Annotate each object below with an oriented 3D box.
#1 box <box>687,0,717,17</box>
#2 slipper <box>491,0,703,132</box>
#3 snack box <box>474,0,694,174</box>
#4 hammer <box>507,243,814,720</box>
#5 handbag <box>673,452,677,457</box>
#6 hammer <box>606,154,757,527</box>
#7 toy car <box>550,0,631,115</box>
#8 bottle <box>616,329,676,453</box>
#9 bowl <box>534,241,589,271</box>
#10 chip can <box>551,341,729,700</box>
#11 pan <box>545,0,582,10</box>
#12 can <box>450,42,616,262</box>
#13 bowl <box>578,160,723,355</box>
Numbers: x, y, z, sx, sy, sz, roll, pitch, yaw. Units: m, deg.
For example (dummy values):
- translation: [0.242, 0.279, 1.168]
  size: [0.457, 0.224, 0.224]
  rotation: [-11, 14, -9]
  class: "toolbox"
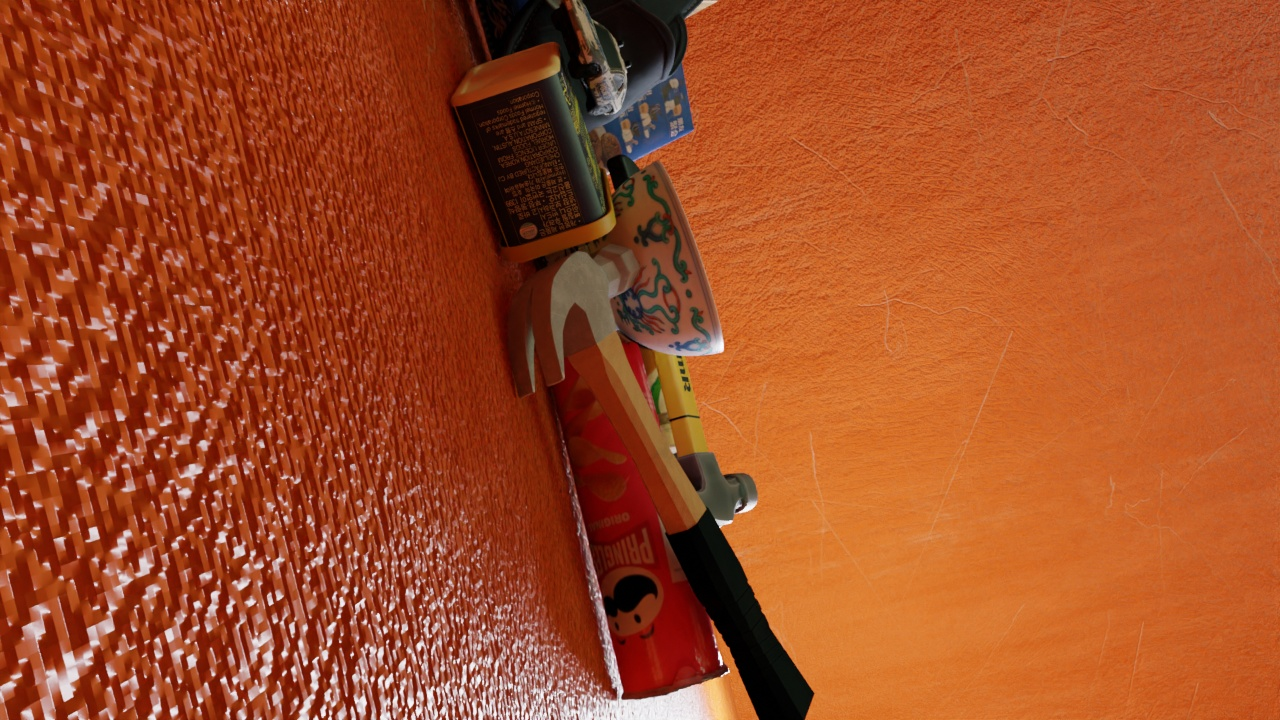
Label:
- translation: [-0.115, -0.461, 0.993]
  size: [0.337, 0.285, 0.279]
  rotation: [-11, -83, 50]
  class: "box"
- translation: [-0.010, -0.259, 0.711]
  size: [0.083, 0.265, 0.109]
  rotation: [21, -26, 45]
  class: "slipper"
- translation: [-0.047, -0.270, 0.788]
  size: [0.069, 0.154, 0.203]
  rotation: [24, -41, 45]
  class: "snack box"
- translation: [0.022, 0.087, 0.571]
  size: [0.328, 0.039, 0.130]
  rotation: [62, 32, -9]
  class: "hammer"
- translation: [-0.015, 0.065, 0.837]
  size: [0.196, 0.072, 0.175]
  rotation: [60, 12, -24]
  class: "handbag"
- translation: [0.018, -0.020, 0.760]
  size: [0.169, 0.034, 0.324]
  rotation: [8, 66, -62]
  class: "hammer"
- translation: [-0.029, -0.203, 0.616]
  size: [0.113, 0.040, 0.048]
  rotation: [36, 34, -81]
  class: "toy car"
- translation: [-0.005, 0.005, 0.805]
  size: [0.059, 0.059, 0.167]
  rotation: [69, 1, -70]
  class: "bottle"
- translation: [-0.055, -0.096, 0.755]
  size: [0.115, 0.059, 0.115]
  rotation: [-7, 89, -83]
  class: "bowl"
- translation: [-0.006, 0.103, 0.624]
  size: [0.073, 0.073, 0.233]
  rotation: [65, 10, -77]
  class: "chip can"
- translation: [-0.136, -0.397, 0.621]
  size: [0.354, 0.024, 0.215]
  rotation: [63, 32, -9]
  class: "pan"
- translation: [-0.069, -0.140, 0.600]
  size: [0.135, 0.075, 0.104]
  rotation: [-100, 172, -64]
  class: "can"
- translation: [0.001, -0.062, 0.660]
  size: [0.144, 0.074, 0.144]
  rotation: [135, -64, -90]
  class: "bowl"
